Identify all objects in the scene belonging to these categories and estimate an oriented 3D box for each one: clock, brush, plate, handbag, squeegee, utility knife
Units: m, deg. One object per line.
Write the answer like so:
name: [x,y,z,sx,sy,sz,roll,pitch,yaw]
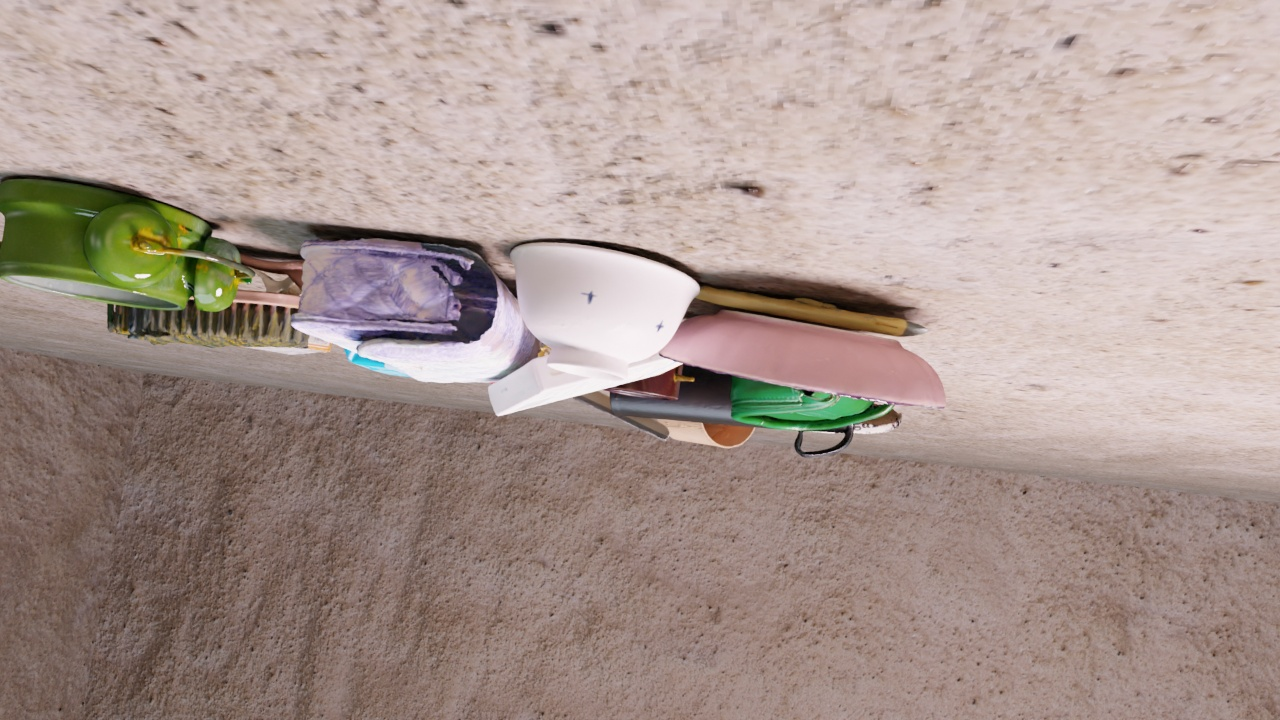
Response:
clock: [-0.005,0.005,0.841,0.082,0.055,0.122,10,174,-28]
brush: [-0.302,-0.046,0.659,0.145,0.073,0.063,2,174,2]
plate: [0.110,-0.005,0.617,0.192,0.039,0.192,10,-176,-1]
clock: [-0.316,-0.066,0.563,0.161,0.056,0.116,5,174,15]
handbag: [0.148,0.025,0.799,0.120,0.068,0.131,-1,170,45]
squeegee: [-0.046,0.023,1.105,0.246,0.039,0.246,24,-176,14]
handbag: [-0.146,-0.027,0.632,0.134,0.075,0.194,4,174,3]
utility knife: [0.093,-0.032,0.588,0.178,0.019,0.031,6,169,0]

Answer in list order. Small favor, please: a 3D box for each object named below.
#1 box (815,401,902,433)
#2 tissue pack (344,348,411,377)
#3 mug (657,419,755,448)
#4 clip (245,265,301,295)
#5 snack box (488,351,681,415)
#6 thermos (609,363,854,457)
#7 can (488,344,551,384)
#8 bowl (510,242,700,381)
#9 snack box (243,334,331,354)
box: [0.191,0.054,0.965,0.164,0.077,0.074,2,178,16]
tissue pack: [-0.197,-0.018,0.810,0.090,0.063,0.140,5,174,3]
mug: [0.063,0.049,1.092,0.124,0.084,0.104,38,161,-24]
clip: [-0.272,-0.049,0.714,0.097,0.060,0.034,-4,174,-1]
snack box: [-0.029,0.005,0.694,0.156,0.027,0.085,-15,173,-33]
thermos: [0.091,0.042,0.918,0.243,0.089,0.068,5,157,17]
can: [-0.116,-0.004,0.890,0.053,0.053,0.133,10,173,-28]
bowl: [-0.027,-0.024,0.559,0.118,0.064,0.118,11,172,1]
snack box: [-0.456,-0.026,1.168,0.075,0.026,0.154,12,172,-38]
